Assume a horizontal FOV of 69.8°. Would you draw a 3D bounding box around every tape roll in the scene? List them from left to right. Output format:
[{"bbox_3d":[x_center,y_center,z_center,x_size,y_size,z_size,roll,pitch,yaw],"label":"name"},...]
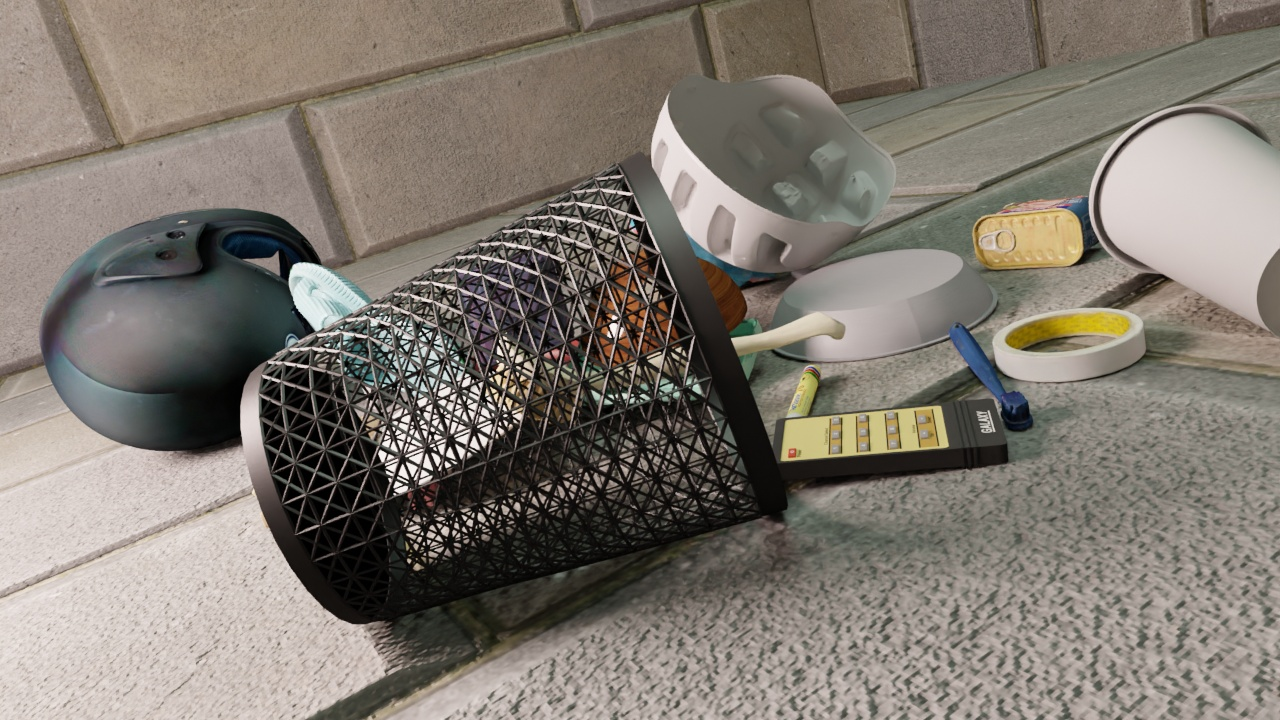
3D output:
[{"bbox_3d":[0.292,-0.012,0.629,0.094,0.019,0.094,-14,16,4],"label":"tape roll"}]

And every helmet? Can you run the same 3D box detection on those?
[{"bbox_3d":[-0.487,-0.028,1.035,0.315,0.250,0.236,-23,46,-30],"label":"helmet"},{"bbox_3d":[0.126,-0.190,0.940,0.184,0.224,0.281,-54,-16,23],"label":"helmet"}]

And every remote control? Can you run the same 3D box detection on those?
[{"bbox_3d":[0.147,0.047,0.554,0.133,0.013,0.058,-7,23,15],"label":"remote control"}]

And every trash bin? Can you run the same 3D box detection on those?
[{"bbox_3d":[-0.072,0.029,0.529,0.243,0.217,0.217,-22,16,1],"label":"trash bin"},{"bbox_3d":[-0.108,-0.048,0.812,0.094,0.092,0.161,-17,2,-3],"label":"trash bin"}]

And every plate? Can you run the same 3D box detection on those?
[{"bbox_3d":[-0.168,0.047,0.759,0.229,0.030,0.229,-27,14,7],"label":"plate"}]

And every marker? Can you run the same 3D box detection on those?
[{"bbox_3d":[0.115,0.033,0.657,0.014,0.014,0.132,-9,17,21],"label":"marker"}]

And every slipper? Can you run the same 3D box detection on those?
[{"bbox_3d":[-0.278,-0.015,0.933,0.276,0.116,0.069,24,50,29],"label":"slipper"}]

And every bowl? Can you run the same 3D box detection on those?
[{"bbox_3d":[0.011,-0.057,0.782,0.147,0.069,0.147,-16,21,6],"label":"bowl"}]

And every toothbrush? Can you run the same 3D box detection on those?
[{"bbox_3d":[0.237,0.004,0.632,0.016,0.017,0.189,-12,17,11],"label":"toothbrush"}]

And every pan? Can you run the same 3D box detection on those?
[{"bbox_3d":[0.199,-0.072,0.889,0.201,0.051,0.356,-17,19,-2],"label":"pan"}]

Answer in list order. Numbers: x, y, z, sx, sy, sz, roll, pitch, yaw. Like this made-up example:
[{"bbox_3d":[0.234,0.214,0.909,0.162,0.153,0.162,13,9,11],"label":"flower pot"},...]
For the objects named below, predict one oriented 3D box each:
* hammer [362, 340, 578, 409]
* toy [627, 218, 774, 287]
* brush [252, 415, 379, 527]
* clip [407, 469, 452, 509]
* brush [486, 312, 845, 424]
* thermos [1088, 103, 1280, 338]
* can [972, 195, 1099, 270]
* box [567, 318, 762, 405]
[{"bbox_3d":[-0.164,0.005,0.987,0.316,0.036,0.125,-7,21,26],"label":"hammer"},{"bbox_3d":[0.061,-0.110,1.040,0.183,0.115,0.180,25,24,1],"label":"toy"},{"bbox_3d":[-0.265,0.083,0.750,0.117,0.039,0.049,-38,15,5],"label":"brush"},{"bbox_3d":[-0.158,0.095,0.702,0.044,0.023,0.060,-23,12,-18],"label":"clip"},{"bbox_3d":[0.021,-0.002,0.673,0.272,0.077,0.062,-9,26,-10],"label":"brush"},{"bbox_3d":[0.407,-0.093,0.627,0.132,0.131,0.221,-13,24,11],"label":"thermos"},{"bbox_3d":[0.370,-0.119,0.853,0.100,0.054,0.058,2,23,46],"label":"can"},{"bbox_3d":[-0.001,0.013,0.777,0.187,0.057,0.137,-3,31,36],"label":"box"}]
